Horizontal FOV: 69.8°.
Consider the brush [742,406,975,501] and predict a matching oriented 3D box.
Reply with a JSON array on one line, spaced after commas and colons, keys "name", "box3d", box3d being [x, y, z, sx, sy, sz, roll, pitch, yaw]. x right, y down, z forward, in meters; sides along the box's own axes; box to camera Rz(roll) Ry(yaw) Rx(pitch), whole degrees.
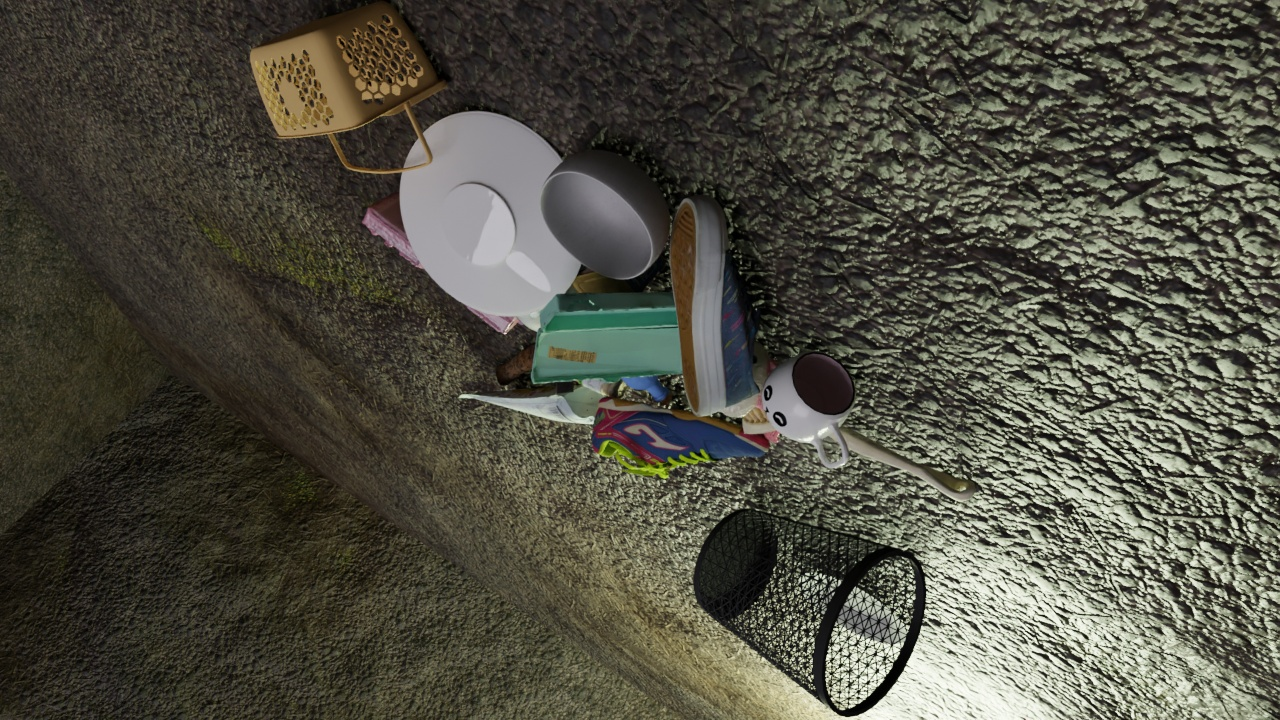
[{"name": "brush", "box3d": [0.230, 0.090, 1.003, 0.272, 0.061, 0.077, 21, 144, 19]}]

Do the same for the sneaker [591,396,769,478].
[{"name": "sneaker", "box3d": [0.047, 0.110, 1.176, 0.242, 0.091, 0.116, 9, 171, 30]}]

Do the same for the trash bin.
[{"name": "trash bin", "box3d": [0.214, 0.314, 1.226, 0.243, 0.216, 0.217, 18, 148, 46]}]

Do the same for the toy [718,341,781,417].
[{"name": "toy", "box3d": [0.106, 0.019, 0.997, 0.112, 0.087, 0.050, 21, 171, 8]}]

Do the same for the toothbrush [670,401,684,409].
[{"name": "toothbrush", "box3d": [0.026, 0.092, 1.293, 0.017, 0.014, 0.188, 49, 154, 4]}]

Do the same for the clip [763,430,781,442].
[{"name": "clip", "box3d": [0.168, 0.074, 1.095, 0.023, 0.041, 0.059, 37, 165, 7]}]

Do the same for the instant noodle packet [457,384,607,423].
[{"name": "instant noodle packet", "box3d": [-0.149, 0.062, 1.396, 0.146, 0.057, 0.270, 17, 169, -38]}]

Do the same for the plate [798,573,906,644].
[{"name": "plate", "box3d": [0.318, 0.363, 1.370, 0.173, 0.019, 0.173, 29, 153, 16]}]

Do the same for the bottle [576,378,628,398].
[{"name": "bottle", "box3d": [-0.069, 0.018, 1.257, 0.110, 0.042, 0.043, 25, 151, 23]}]

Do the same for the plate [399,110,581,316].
[{"name": "plate", "box3d": [-0.169, -0.150, 0.990, 0.230, 0.030, 0.230, 9, 117, 19]}]

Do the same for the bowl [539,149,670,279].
[{"name": "bowl", "box3d": [-0.028, -0.150, 0.904, 0.132, 0.064, 0.132, 26, 148, 17]}]

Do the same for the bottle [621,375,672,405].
[{"name": "bottle", "box3d": [-0.007, 0.007, 1.156, 0.131, 0.048, 0.048, 48, 152, -21]}]

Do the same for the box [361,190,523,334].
[{"name": "box", "box3d": [-0.241, -0.133, 1.216, 0.233, 0.075, 0.172, 38, -175, -4]}]

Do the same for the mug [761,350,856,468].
[{"name": "mug", "box3d": [0.177, 0.054, 0.941, 0.123, 0.090, 0.076, 68, 152, 20]}]

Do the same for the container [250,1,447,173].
[{"name": "container", "box3d": [-0.307, -0.274, 0.975, 0.184, 0.129, 0.167, 10, 131, 43]}]

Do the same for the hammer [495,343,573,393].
[{"name": "hammer", "box3d": [-0.159, 0.006, 1.309, 0.331, 0.033, 0.120, 156, 109, -67]}]

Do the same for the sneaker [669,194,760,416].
[{"name": "sneaker", "box3d": [0.080, -0.055, 0.908, 0.087, 0.079, 0.236, -118, 20, -58]}]

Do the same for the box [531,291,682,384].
[{"name": "box", "box3d": [-0.018, -0.030, 0.981, 0.138, 0.186, 0.056, 122, 139, -51]}]

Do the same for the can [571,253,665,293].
[{"name": "can", "box3d": [-0.027, -0.096, 1.003, 0.054, 0.058, 0.100, 48, 152, -22]}]

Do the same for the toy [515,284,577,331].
[{"name": "toy", "box3d": [-0.152, -0.109, 1.101, 0.209, 0.085, 0.137, 39, 180, 1]}]
